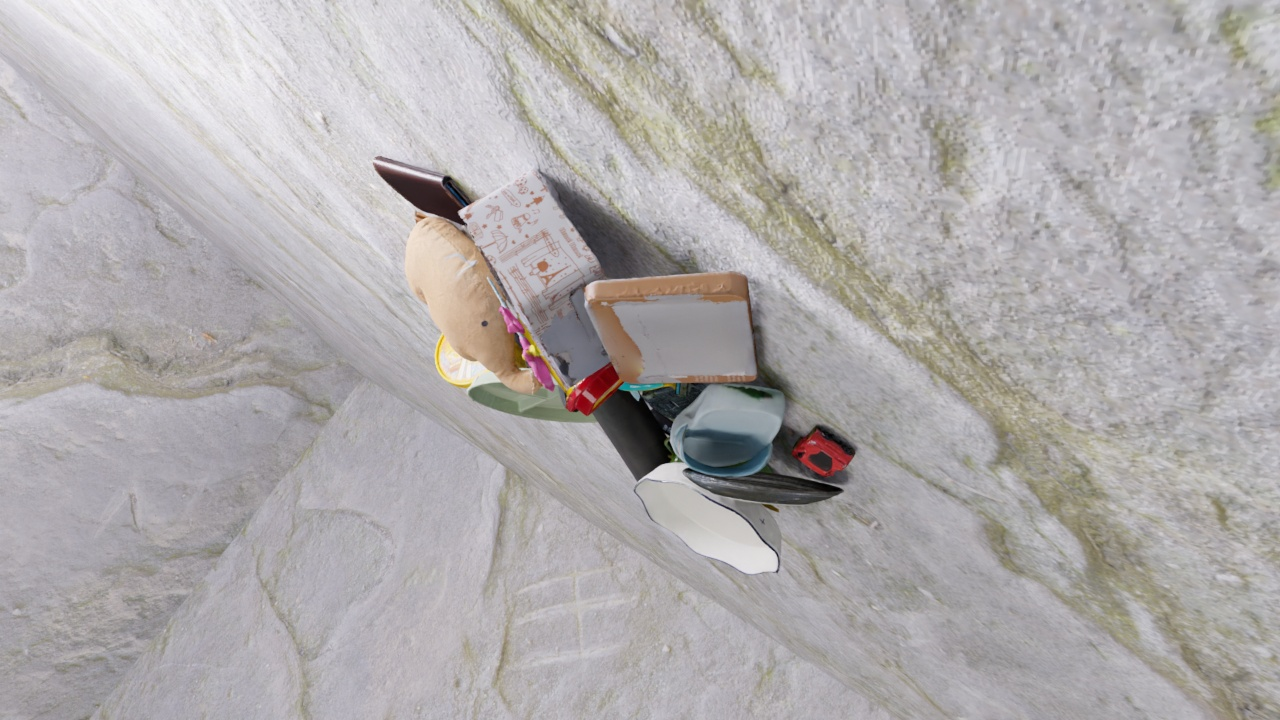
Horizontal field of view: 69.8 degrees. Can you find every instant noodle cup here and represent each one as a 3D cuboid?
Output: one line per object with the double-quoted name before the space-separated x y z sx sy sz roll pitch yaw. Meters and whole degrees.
"instant noodle cup" -0.228 0.001 1.384 0.118 0.118 0.114 26 170 31
"instant noodle cup" -0.062 -0.022 0.968 0.123 0.116 0.116 46 166 3

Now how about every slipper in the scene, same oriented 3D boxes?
"slipper" 0.092 0.083 0.956 0.104 0.074 0.246 9 161 -3

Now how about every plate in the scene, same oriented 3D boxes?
"plate" -0.129 0.050 1.297 0.230 0.027 0.230 5 165 1
"plate" 0.090 0.198 1.163 0.205 0.045 0.205 27 154 14
"plate" 0.134 0.142 1.022 0.179 0.024 0.179 7 178 0

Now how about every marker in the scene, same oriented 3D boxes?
"marker" 0.065 0.109 1.249 0.132 0.020 0.022 34 171 1

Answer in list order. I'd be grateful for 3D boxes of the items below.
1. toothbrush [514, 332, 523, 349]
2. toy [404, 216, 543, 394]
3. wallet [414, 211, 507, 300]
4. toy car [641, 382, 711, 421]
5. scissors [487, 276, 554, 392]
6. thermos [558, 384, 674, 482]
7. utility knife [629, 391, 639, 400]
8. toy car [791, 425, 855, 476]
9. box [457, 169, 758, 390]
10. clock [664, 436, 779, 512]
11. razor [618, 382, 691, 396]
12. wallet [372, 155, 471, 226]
"toothbrush" -0.164 -0.031 1.308 0.027 0.026 0.213 -11 142 20
"toy" -0.180 -0.058 0.973 0.226 0.082 0.144 51 158 27
"wallet" -0.219 -0.125 1.108 0.119 0.035 0.131 28 165 11
"toy car" 0.048 0.038 1.040 0.054 0.036 0.121 39 155 -20
"scissors" -0.117 -0.031 0.863 0.133 0.017 0.131 59 177 21
"thermos" -0.032 0.075 1.175 0.068 0.089 0.242 28 158 45
"utility knife" -0.062 -0.029 1.051 0.208 0.021 0.031 56 156 -16
"toy car" 0.183 0.098 0.940 0.049 0.031 0.106 35 167 5
"box" -0.031 -0.046 0.809 0.271 0.132 0.179 25 162 19
"clock" 0.099 0.145 1.179 0.161 0.056 0.116 38 154 -8
"razor" 0.011 0.023 1.016 0.028 0.043 0.133 11 168 -37
"wallet" -0.226 -0.180 1.000 0.122 0.020 0.096 23 166 36
